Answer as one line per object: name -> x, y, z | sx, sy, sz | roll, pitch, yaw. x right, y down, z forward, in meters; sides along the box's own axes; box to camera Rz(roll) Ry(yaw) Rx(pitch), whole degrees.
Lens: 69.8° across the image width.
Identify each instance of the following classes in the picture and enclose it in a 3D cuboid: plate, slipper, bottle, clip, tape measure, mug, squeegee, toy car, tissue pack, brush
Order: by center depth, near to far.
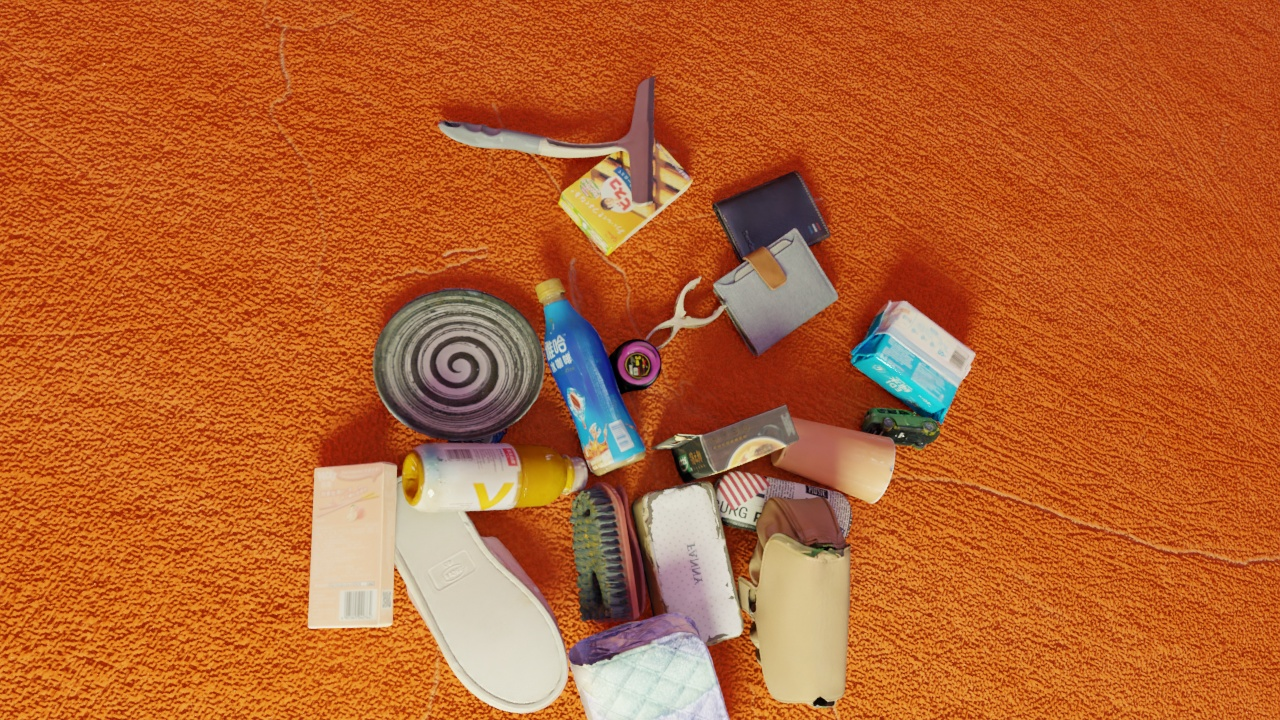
slipper -> -0.173, 0.231, 0.921 | 0.114, 0.055, 0.274 | -35, 75, -22
bottle -> -0.143, 0.118, 0.933 | 0.189, 0.068, 0.068 | 4, 75, -34
brush -> -0.032, 0.200, 0.966 | 0.069, 0.063, 0.145 | 5, 72, -45
tape measure -> -0.177, 0.080, 0.972 | 0.058, 0.025, 0.054 | 30, 72, 5
plate -> -0.192, 0.005, 0.975 | 0.179, 0.024, 0.179 | 4, 65, -9
bottle -> -0.062, 0.015, 0.996 | 0.065, 0.065, 0.218 | -21, 82, -18
tape measure -> -0.006, 0.006, 1.025 | 0.057, 0.039, 0.057 | -23, 84, -13
mug -> 0.215, 0.108, 1.040 | 0.123, 0.078, 0.078 | 17, 73, -4
squeegee -> -0.107, -0.251, 1.053 | 0.246, 0.039, 0.245 | 3, 48, -2
clip -> 0.044, -0.060, 1.057 | 0.103, 0.035, 0.092 | -17, 86, -9
toy car -> 0.306, 0.079, 1.082 | 0.091, 0.043, 0.036 | 9, 52, -4
tissue pack -> 0.325, 0.001, 1.095 | 0.140, 0.063, 0.089 | 36, 70, -5

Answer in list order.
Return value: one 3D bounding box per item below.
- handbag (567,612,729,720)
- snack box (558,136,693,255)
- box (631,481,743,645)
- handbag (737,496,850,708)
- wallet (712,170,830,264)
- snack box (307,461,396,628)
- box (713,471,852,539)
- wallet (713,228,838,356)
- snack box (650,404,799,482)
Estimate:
handbag -> 0.019, 0.355, 0.905 | 0.134, 0.075, 0.194 | -17, 97, -5
snack box -> -0.017, -0.198, 1.075 | 0.140, 0.034, 0.087 | -42, 89, -17
box -> 0.051, 0.225, 0.979 | 0.089, 0.060, 0.184 | -7, 81, -14
handbag -> 0.158, 0.246, 0.939 | 0.099, 0.148, 0.204 | -1, 95, -7
wallet -> 0.160, -0.170, 1.119 | 0.122, 0.020, 0.096 | -25, 84, -16
snack box -> -0.282, 0.181, 0.900 | 0.085, 0.026, 0.157 | -6, 76, 20
box -> 0.157, 0.166, 1.030 | 0.164, 0.057, 0.071 | 15, 97, -9
wallet -> 0.160, -0.083, 1.082 | 0.129, 0.037, 0.106 | -34, 97, -17
snack box -> 0.089, 0.091, 0.989 | 0.125, 0.113, 0.053 | -19, 82, -17
